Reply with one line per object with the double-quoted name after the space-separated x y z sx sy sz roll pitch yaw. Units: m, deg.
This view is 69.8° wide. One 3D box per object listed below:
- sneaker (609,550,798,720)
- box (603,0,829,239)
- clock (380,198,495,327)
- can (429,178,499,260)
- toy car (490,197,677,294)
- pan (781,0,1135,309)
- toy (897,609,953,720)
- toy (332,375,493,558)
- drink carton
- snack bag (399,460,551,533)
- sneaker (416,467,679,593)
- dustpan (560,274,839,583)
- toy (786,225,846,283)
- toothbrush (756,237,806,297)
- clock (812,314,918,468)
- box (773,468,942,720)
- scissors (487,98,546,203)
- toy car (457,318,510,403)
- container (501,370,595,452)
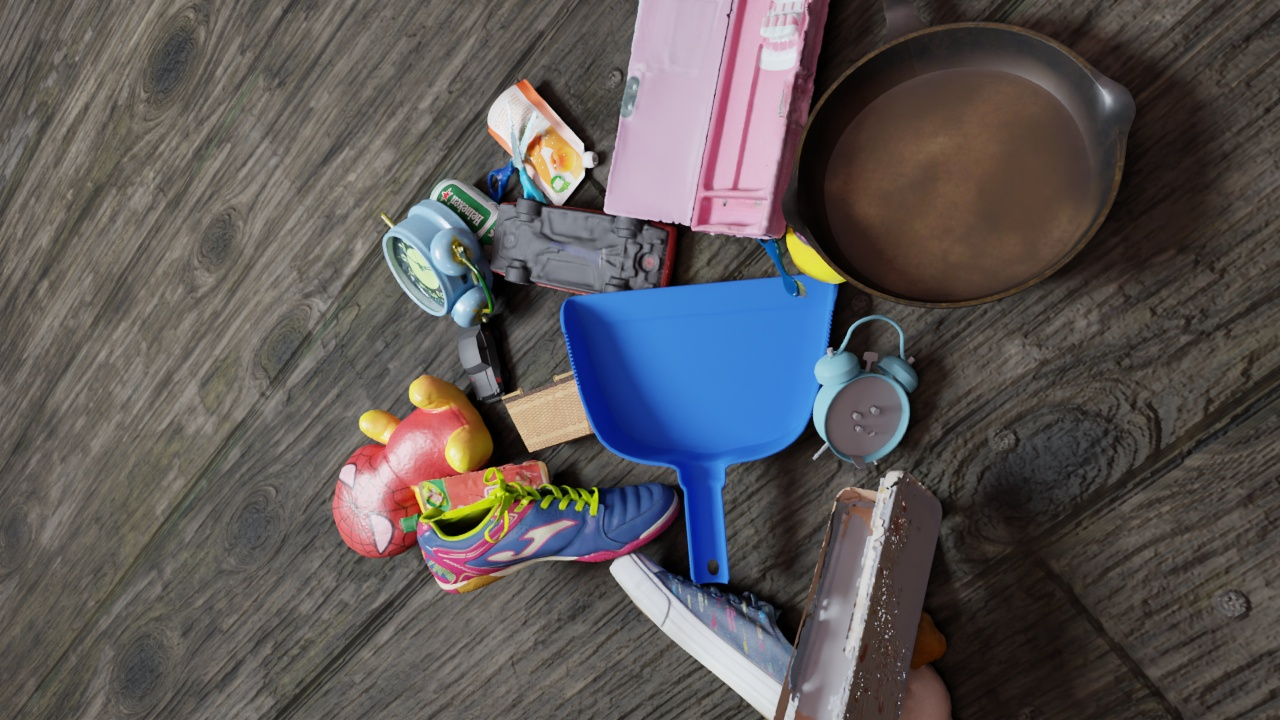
0.078 0.234 0.804 0.235 0.087 0.079 35 79 26 "sneaker"
0.069 -0.228 0.798 0.180 0.059 0.233 14 95 29 "box"
-0.198 -0.097 0.934 0.162 0.059 0.118 24 142 39 "clock"
-0.171 -0.147 0.956 0.101 0.053 0.053 38 109 25 "can"
-0.058 -0.105 0.879 0.189 0.056 0.081 12 95 20 "toy car"
0.221 -0.200 0.707 0.249 0.043 0.355 -16 69 17 "pan"
0.197 0.281 0.720 0.132 0.076 0.175 14 81 -5 "toy"
-0.247 0.123 0.978 0.217 0.098 0.147 -45 58 22 "toy"
-0.099 -0.218 0.927 0.122 0.038 0.069 49 115 15 "drink carton"
-0.162 0.145 0.911 0.155 0.044 0.087 -12 116 -6 "snack bag"
-0.087 0.143 0.837 0.242 0.116 0.091 -16 112 4 "sneaker"
0.056 0.063 0.796 0.246 0.059 0.257 -4 94 15 "dustpan"
0.164 -0.111 0.759 0.094 0.041 0.095 5 84 35 "toy"
0.111 -0.100 0.788 0.021 0.016 0.132 -49 45 31 "toothbrush"
0.179 0.024 0.730 0.042 0.087 0.123 -133 50 -69 "clock"
0.159 0.196 0.693 0.108 0.094 0.215 -13 50 55 "box"
-0.132 -0.202 0.931 0.110 0.015 0.132 14 123 41 "scissors"
-0.168 -0.001 0.965 0.042 0.036 0.091 -18 81 30 "toy car"
-0.071 0.047 0.886 0.114 0.063 0.061 -20 84 37 "container"
